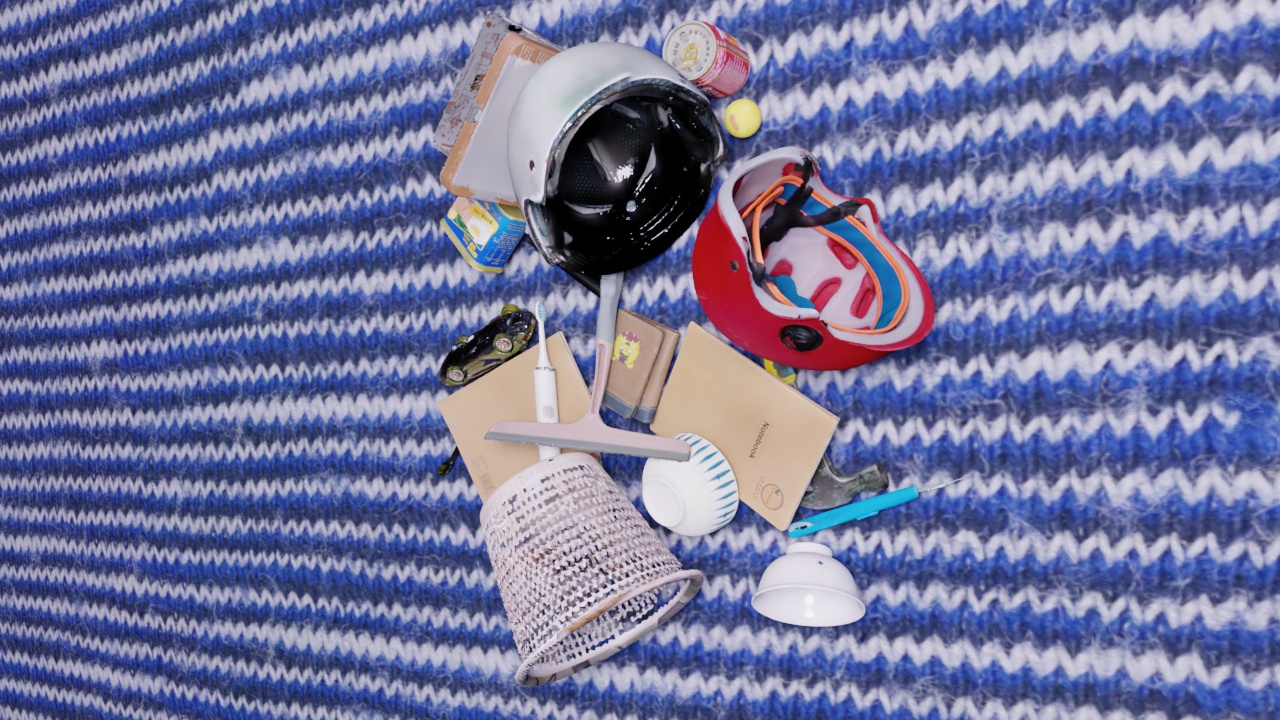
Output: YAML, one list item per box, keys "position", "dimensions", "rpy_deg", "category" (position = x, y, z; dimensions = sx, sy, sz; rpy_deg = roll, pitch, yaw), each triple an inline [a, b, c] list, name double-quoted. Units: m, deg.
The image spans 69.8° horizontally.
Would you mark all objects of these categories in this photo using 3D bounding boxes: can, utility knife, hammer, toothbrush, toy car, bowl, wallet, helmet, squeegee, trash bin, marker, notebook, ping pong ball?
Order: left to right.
- position: [-0.210, 0.074, 1.193]
  dimensions: [0.026, 0.027, 0.213]
  rpy_deg: [42, 112, 13]
  category: "toothbrush"
- position: [-0.195, -0.016, 1.158]
  dimensions: [0.158, 0.070, 0.042]
  rpy_deg: [-28, 124, 28]
  category: "toy car"
- position: [-0.188, -0.172, 1.129]
  dimensions: [0.083, 0.057, 0.102]
  rpy_deg: [-52, 61, 26]
  category: "can"
- position: [-0.149, 0.077, 1.139]
  dimensions: [0.212, 0.012, 0.149]
  rpy_deg: [-28, 83, 27]
  category: "notebook"
- position: [-0.113, 0.039, 1.096]
  dimensions: [0.026, 0.026, 0.221]
  rpy_deg: [6, 101, 63]
  category: "toothbrush"
- position: [-0.086, -0.115, 1.111]
  dimensions: [0.132, 0.022, 0.020]
  rpy_deg: [38, 104, 19]
  category: "marker"
- position: [-0.074, 0.219, 1.017]
  dimensions: [0.228, 0.227, 0.192]
  rpy_deg: [-44, 63, 24]
  category: "trash bin"
- position: [-0.042, -0.221, 0.952]
  dimensions: [0.230, 0.274, 0.157]
  rpy_deg: [-33, 69, -1]
  category: "helmet"
- position: [-0.044, -0.017, 1.059]
  dimensions: [0.248, 0.040, 0.249]
  rpy_deg: [5, 82, 19]
  category: "squeegee"
- position: [-0.006, 0.006, 1.075]
  dimensions: [0.090, 0.033, 0.115]
  rpy_deg: [27, 104, 32]
  category: "wallet"
- position: [0.045, 0.146, 1.027]
  dimensions: [0.116, 0.066, 0.117]
  rpy_deg: [21, 122, 40]
  category: "bowl"
- position: [0.070, -0.317, 0.967]
  dimensions: [0.067, 0.093, 0.066]
  rpy_deg: [3, 97, 27]
  category: "can"
- position: [0.106, 0.070, 1.007]
  dimensions: [0.208, 0.008, 0.148]
  rpy_deg: [36, 120, 31]
  category: "notebook"
- position: [0.110, -0.259, 0.983]
  dimensions: [0.040, 0.040, 0.040]
  rpy_deg: [3, 97, 27]
  category: "ping pong ball"
- position: [0.147, 0.008, 0.998]
  dimensions: [0.126, 0.031, 0.323]
  rpy_deg: [-25, 84, 27]
  category: "hammer"
- position: [0.153, -0.076, 0.905]
  dimensions: [0.240, 0.206, 0.144]
  rpy_deg: [37, 139, -7]
  category: "helmet"
- position: [0.180, 0.234, 0.979]
  dimensions: [0.118, 0.118, 0.064]
  rpy_deg: [-11, 51, 28]
  category: "bowl"
- position: [0.251, 0.149, 0.959]
  dimensions: [0.205, 0.034, 0.018]
  rpy_deg: [-25, 72, 26]
  category: "utility knife"

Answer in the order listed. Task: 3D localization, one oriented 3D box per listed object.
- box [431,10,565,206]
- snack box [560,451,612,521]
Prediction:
- position: [-0.162, -0.281, 1.021]
  dimensions: [0.157, 0.193, 0.183]
  rpy_deg: [35, 107, 19]
  category: "box"
- position: [-0.087, 0.122, 1.135]
  dimensions: [0.077, 0.027, 0.155]
  rpy_deg: [-13, 89, 28]
  category: "snack box"
